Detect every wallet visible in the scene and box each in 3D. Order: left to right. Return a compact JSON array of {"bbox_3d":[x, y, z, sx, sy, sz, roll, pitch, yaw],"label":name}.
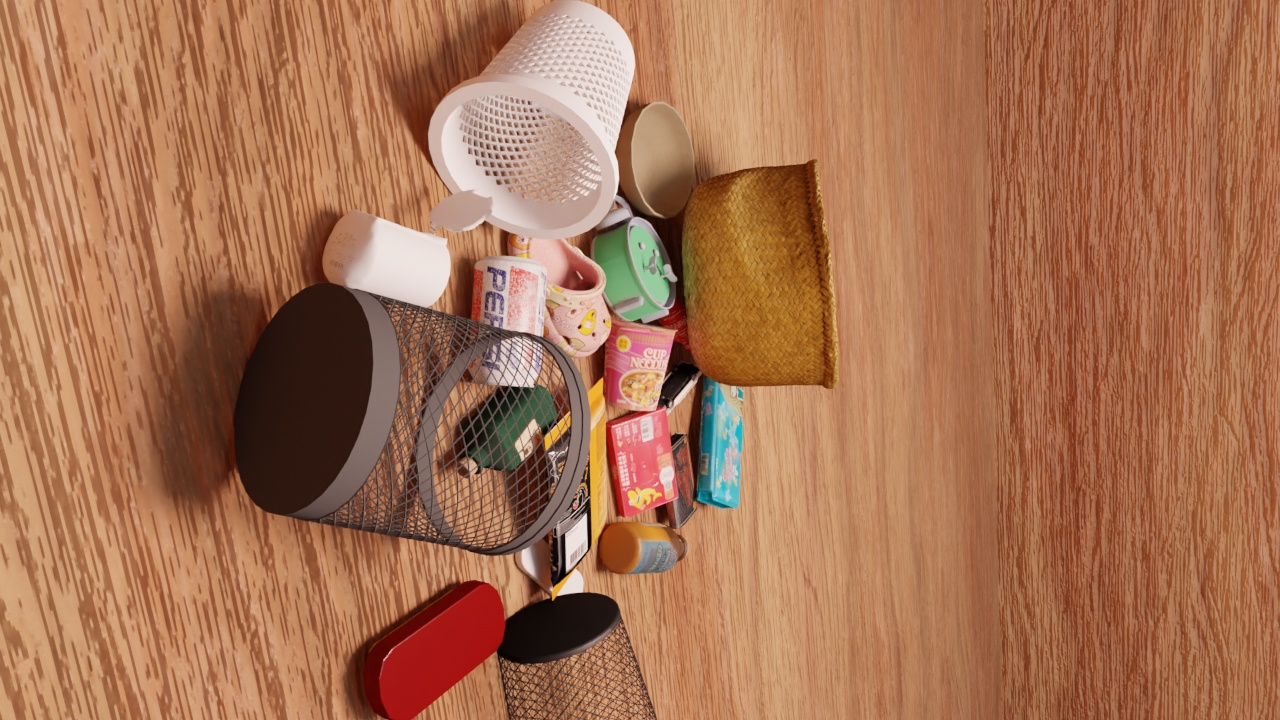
[{"bbox_3d":[0.053,0.172,1.313,0.072,0.019,0.123,-37,122,-59],"label":"wallet"}]

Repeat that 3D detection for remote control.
[{"bbox_3d":[-0.109,0.256,1.116,0.136,0.013,0.043,53,51,-42],"label":"remote control"}]

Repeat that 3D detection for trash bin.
[{"bbox_3d":[-0.200,0.054,0.809,0.227,0.218,0.217,20,75,-49],"label":"trash bin"},{"bbox_3d":[-0.095,-0.269,0.975,0.195,0.196,0.199,56,39,-40],"label":"trash bin"},{"bbox_3d":[-0.070,0.393,1.048,0.183,0.184,0.210,-27,108,-51],"label":"trash bin"}]

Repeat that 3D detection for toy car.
[{"bbox_3d":[0.048,0.044,1.311,0.112,0.039,0.039,-48,151,-41],"label":"toy car"}]

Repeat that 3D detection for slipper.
[{"bbox_3d":[-0.083,-0.084,1.077,0.093,0.082,0.197,-58,133,-34],"label":"slipper"}]

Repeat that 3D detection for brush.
[{"bbox_3d":[-0.213,0.294,0.944,0.173,0.042,0.082,-29,115,-51],"label":"brush"}]

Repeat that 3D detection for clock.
[{"bbox_3d":[-0.009,-0.135,1.169,0.121,0.075,0.161,15,60,-62],"label":"clock"}]

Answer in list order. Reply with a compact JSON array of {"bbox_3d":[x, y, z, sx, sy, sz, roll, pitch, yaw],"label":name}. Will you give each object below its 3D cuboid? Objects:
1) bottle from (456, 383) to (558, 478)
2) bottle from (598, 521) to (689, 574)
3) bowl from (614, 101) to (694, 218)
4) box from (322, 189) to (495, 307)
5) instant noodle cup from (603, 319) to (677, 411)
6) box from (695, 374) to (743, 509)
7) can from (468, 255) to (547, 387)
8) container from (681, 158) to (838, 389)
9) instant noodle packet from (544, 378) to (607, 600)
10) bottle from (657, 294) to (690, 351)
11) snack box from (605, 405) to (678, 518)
[{"bbox_3d":[-0.153,0.082,1.002,0.130,0.061,0.061,-45,130,-44],"label":"bottle"},{"bbox_3d":[0.015,0.255,1.247,0.156,0.068,0.067,16,79,-54],"label":"bottle"},{"bbox_3d":[0.011,-0.265,1.225,0.152,0.051,0.152,-4,95,-55],"label":"bowl"},{"bbox_3d":[-0.215,-0.119,0.870,0.140,0.083,0.141,19,88,-55],"label":"box"},{"bbox_3d":[-0.007,0.007,1.186,0.097,0.098,0.108,2,97,-55],"label":"instant noodle cup"},{"bbox_3d":[0.121,0.107,1.395,0.094,0.041,0.226,30,60,-56],"label":"box"},{"bbox_3d":[-0.144,-0.041,0.993,0.078,0.078,0.136,6,87,-55],"label":"can"},{"bbox_3d":[0.166,-0.107,1.273,0.306,0.197,0.307,-3,89,-79],"label":"container"},{"bbox_3d":[-0.074,0.151,1.101,0.159,0.032,0.221,-48,143,-58],"label":"instant noodle packet"},{"bbox_3d":[0.044,-0.065,1.291,0.141,0.042,0.041,58,47,-39],"label":"bottle"},{"bbox_3d":[0.003,0.136,1.236,0.089,0.021,0.133,-17,107,-30],"label":"snack box"}]
